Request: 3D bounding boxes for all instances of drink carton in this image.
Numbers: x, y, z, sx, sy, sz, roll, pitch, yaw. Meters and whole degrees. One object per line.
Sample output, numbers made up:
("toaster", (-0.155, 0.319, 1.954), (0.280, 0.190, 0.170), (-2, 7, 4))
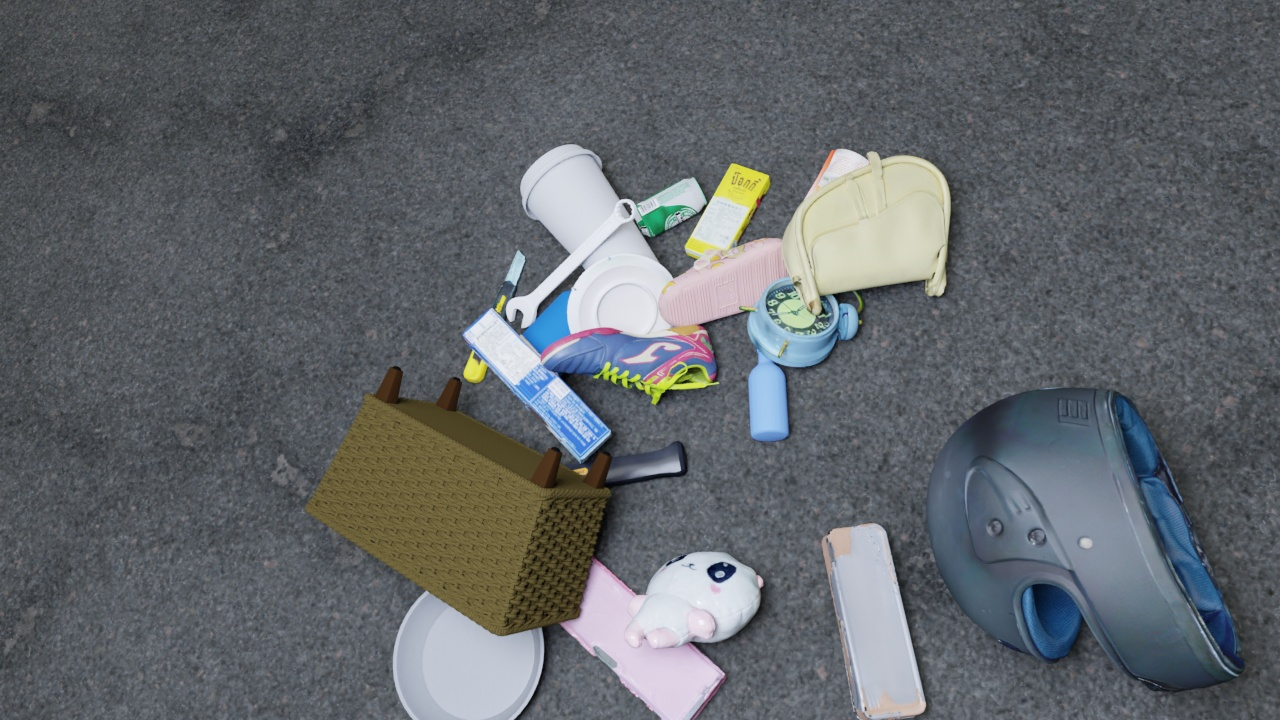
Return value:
("drink carton", (0.267, -0.229, 1.272), (0.069, 0.039, 0.122), (29, 85, 23))

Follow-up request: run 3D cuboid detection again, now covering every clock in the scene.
("clock", (0.214, -0.059, 1.190), (0.161, 0.060, 0.118), (-26, 62, -22))

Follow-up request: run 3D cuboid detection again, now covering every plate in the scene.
("plate", (-0.020, -0.066, 1.230), (0.157, 0.157, 0.014), (-36, 23, -1))

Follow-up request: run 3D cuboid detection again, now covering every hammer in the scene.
("hammer", (-0.094, 0.149, 1.216), (0.313, 0.035, 0.139), (-11, 68, 10))

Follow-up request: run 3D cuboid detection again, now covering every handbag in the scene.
("handbag", (0.291, -0.161, 1.171), (0.232, 0.089, 0.190), (-10, 71, -12))

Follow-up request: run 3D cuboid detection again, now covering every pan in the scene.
("pan", (-0.183, 0.432, 1.117), (0.201, 0.051, 0.356), (-27, 65, 3))

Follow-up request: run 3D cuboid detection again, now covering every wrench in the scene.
("wrench", (-0.099, -0.130, 1.261), (0.274, 0.009, 0.047), (-39, 81, 33))

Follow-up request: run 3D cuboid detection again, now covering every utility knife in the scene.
("utility knife", (-0.210, -0.067, 1.341), (0.029, 0.020, 0.212), (13, 72, 17))

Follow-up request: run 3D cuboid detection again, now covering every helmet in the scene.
("helmet", (0.430, 0.191, 0.949), (0.237, 0.248, 0.315), (-29, 63, 34))

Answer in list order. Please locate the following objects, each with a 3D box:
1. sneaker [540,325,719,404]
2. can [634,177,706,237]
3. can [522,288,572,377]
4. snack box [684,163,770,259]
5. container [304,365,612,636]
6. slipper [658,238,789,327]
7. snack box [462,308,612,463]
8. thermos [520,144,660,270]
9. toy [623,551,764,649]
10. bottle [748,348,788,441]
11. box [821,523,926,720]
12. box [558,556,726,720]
("sneaker", (-0.007, 0.007, 1.168), (0.241, 0.117, 0.091), (-5, 70, -27))
("can", (0.041, -0.219, 1.314), (0.101, 0.053, 0.053), (-28, 65, 3))
("can", (-0.119, -0.025, 1.265), (0.079, 0.079, 0.146), (41, 83, 25))
("snack box", (0.124, -0.206, 1.302), (0.061, 0.025, 0.148), (25, 77, 22))
("container", (-0.205, 0.155, 1.109), (0.321, 0.176, 0.205), (23, 93, 27))
("slipper", (0.108, -0.110, 1.234), (0.197, 0.093, 0.081), (-24, 40, -8))
("snack box", (-0.133, 0.033, 1.187), (0.059, 0.059, 0.226), (-43, 85, -9))
("thermos", (-0.064, -0.188, 1.298), (0.131, 0.131, 0.222), (-36, 72, -1))
("toy", (0.055, 0.285, 1.059), (0.139, 0.179, 0.101), (5, 105, 41))
("bottle", (0.164, 0.036, 1.183), (0.048, 0.048, 0.131), (-5, 68, 13))
("box", (0.264, 0.298, 1.052), (0.081, 0.063, 0.216), (-7, 67, 0))
("box", (-0.010, 0.339, 1.116), (0.233, 0.037, 0.098), (38, 83, 25))
